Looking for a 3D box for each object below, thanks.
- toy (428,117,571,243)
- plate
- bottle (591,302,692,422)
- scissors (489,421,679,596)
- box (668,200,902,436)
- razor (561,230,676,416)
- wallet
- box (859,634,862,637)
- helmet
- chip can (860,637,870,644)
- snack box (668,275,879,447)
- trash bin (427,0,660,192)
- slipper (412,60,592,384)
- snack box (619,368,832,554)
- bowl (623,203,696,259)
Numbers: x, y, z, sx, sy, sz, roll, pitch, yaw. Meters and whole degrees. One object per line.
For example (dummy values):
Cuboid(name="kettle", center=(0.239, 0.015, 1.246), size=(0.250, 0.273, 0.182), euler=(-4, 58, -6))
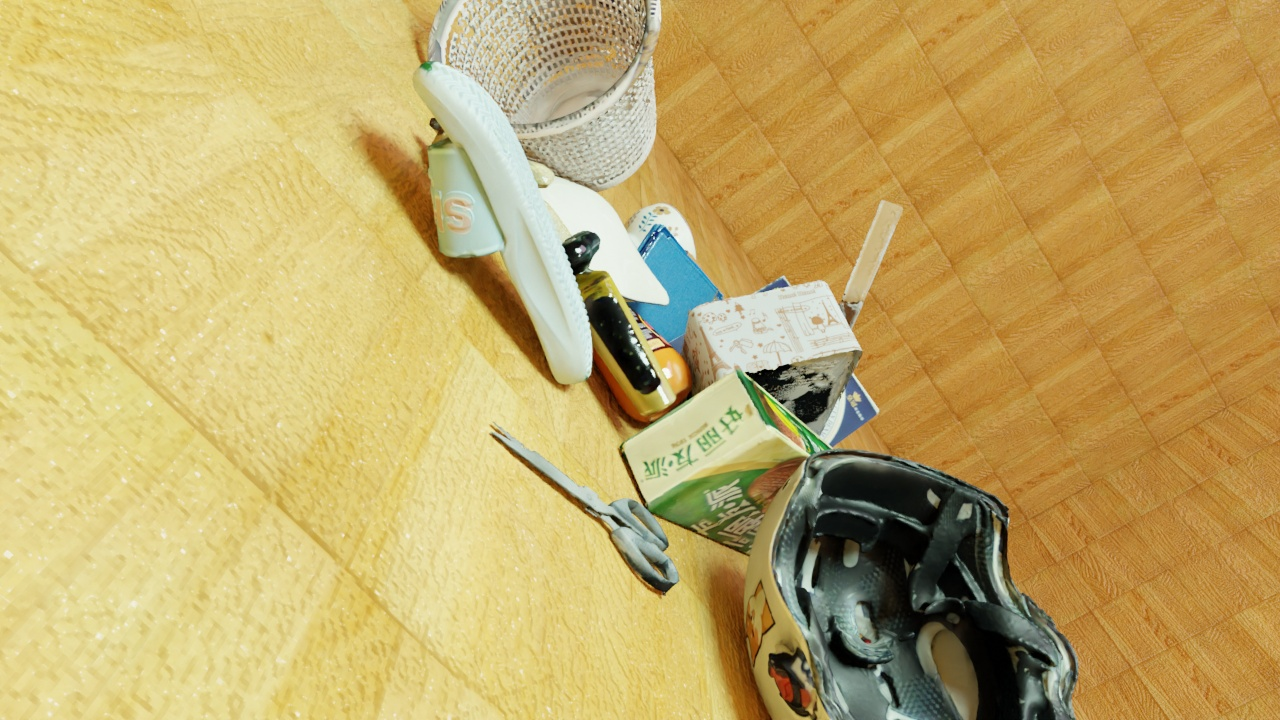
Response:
Cuboid(name="toy", center=(-0.112, -0.136, 0.749), size=(0.105, 0.066, 0.157), euler=(23, -18, 44))
Cuboid(name="plate", center=(-0.053, -0.114, 0.895), size=(0.163, 0.034, 0.164), euler=(10, 44, -57))
Cuboid(name="bottle", center=(-0.021, -0.019, 0.780), size=(0.149, 0.067, 0.066), euler=(52, 12, 14))
Cuboid(name="scissors", center=(-0.034, 0.084, 0.585), size=(0.175, 0.014, 0.135), euler=(52, 15, -2))
Cuboid(name="box", center=(0.148, -0.012, 0.833), size=(0.126, 0.273, 0.179), euler=(44, -27, 23))
Cuboid(name="razor", center=(-0.025, -0.029, 0.723), size=(0.167, 0.062, 0.068), euler=(58, -10, 15))
Cuboid(name="wallet", center=(0.031, -0.072, 1.008), size=(0.040, 0.106, 0.133), euler=(18, -20, 48))
Cuboid(name="box", center=(0.190, 0.222, 0.849), size=(0.168, 0.091, 0.079), euler=(36, 20, -54))
Cuboid(name="helmet", center=(0.167, 0.204, 0.649), size=(0.229, 0.157, 0.273), euler=(7, 52, -25))
Cuboid(name="chip can", center=(0.213, 0.327, 0.721), size=(0.216, 0.073, 0.073), euler=(62, 15, 24))
Cuboid(name="snack box", center=(0.128, 0.027, 0.952), size=(0.178, 0.182, 0.046), euler=(56, -27, 6))
Cuboid(name="trash bin", center=(-0.074, -0.279, 0.935), size=(0.227, 0.227, 0.192), euler=(61, 2, 22))
Cuboid(name="slipper", center=(-0.100, -0.088, 0.643), size=(0.104, 0.074, 0.245), euler=(-97, 165, -67))
Cuboid(name="snack box", center=(0.093, 0.095, 0.766), size=(0.240, 0.115, 0.063), euler=(36, 25, -55))
Cuboid(name="bowl", center=(0.009, -0.123, 1.072), size=(0.062, 0.114, 0.113), euler=(-17, 66, -32))
